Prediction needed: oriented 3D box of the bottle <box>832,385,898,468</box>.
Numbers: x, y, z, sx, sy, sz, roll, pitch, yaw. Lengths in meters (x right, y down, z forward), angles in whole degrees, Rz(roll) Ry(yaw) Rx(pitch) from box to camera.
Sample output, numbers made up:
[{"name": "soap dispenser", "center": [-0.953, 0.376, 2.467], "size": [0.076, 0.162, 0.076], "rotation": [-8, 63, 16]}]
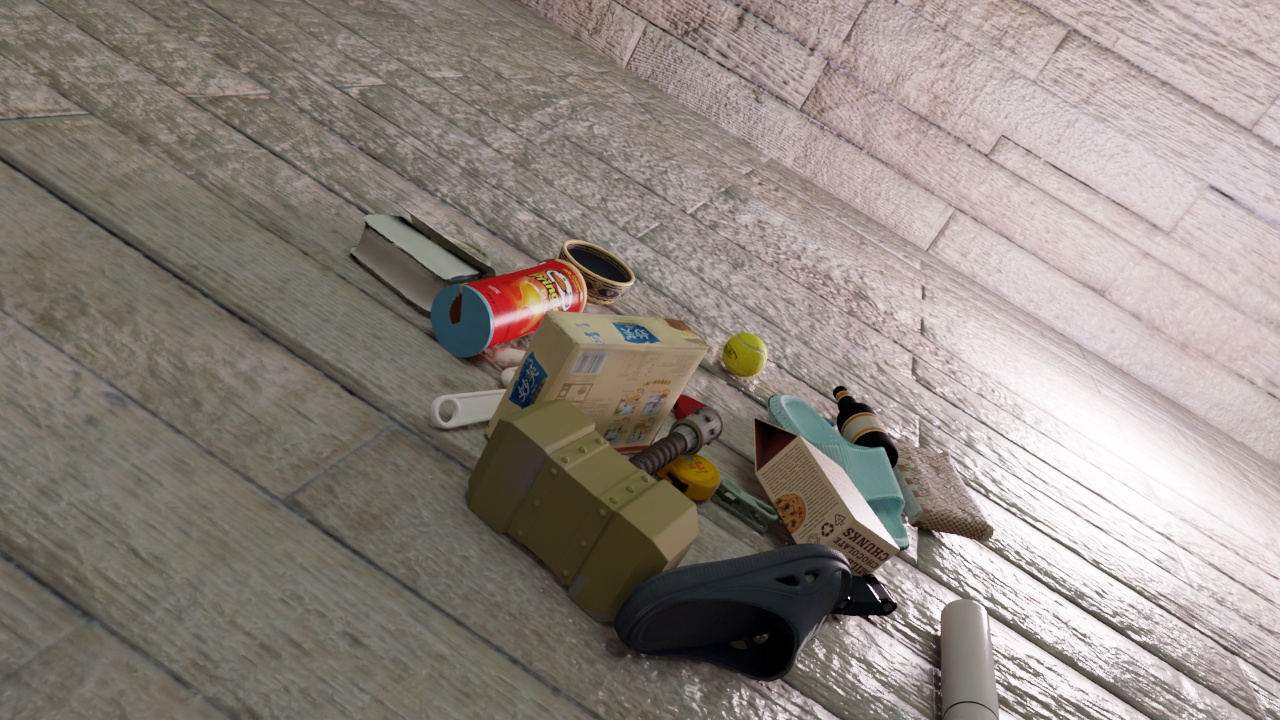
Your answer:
[{"name": "bottle", "center": [0.321, 0.094, 1.352], "size": [0.059, 0.059, 0.181], "rotation": [21, 26, -19]}]

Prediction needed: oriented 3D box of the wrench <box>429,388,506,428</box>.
[{"name": "wrench", "center": [-0.110, 0.040, 0.984], "size": [0.018, 0.066, 0.272], "rotation": [-6, 1, 42]}]

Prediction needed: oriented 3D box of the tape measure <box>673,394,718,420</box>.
[{"name": "tape measure", "center": [0.066, 0.069, 1.162], "size": [0.059, 0.019, 0.051], "rotation": [26, 26, 8]}]

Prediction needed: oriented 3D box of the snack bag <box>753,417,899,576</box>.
[{"name": "snack bag", "center": [0.198, 0.150, 1.060], "size": [0.094, 0.070, 0.206], "rotation": [36, 17, -37]}]

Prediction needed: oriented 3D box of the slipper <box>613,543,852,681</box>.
[{"name": "slipper", "center": [0.103, 0.225, 0.797], "size": [0.267, 0.111, 0.083], "rotation": [5, 37, -38]}]

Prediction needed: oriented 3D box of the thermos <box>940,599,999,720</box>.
[{"name": "thermos", "center": [0.332, 0.323, 0.928], "size": [0.052, 0.052, 0.223], "rotation": [33, 24, 5]}]

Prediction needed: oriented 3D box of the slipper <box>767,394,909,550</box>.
[{"name": "slipper", "center": [0.260, 0.129, 1.193], "size": [0.115, 0.070, 0.276], "rotation": [5, 39, -37]}]

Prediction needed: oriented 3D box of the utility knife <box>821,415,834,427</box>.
[{"name": "utility knife", "center": [0.223, 0.097, 1.292], "size": [0.031, 0.015, 0.206], "rotation": [37, 26, 26]}]

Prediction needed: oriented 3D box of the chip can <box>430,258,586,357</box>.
[{"name": "chip can", "center": [-0.151, -0.066, 1.096], "size": [0.087, 0.087, 0.212], "rotation": [37, 26, 14]}]

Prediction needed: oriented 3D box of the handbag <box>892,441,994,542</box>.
[{"name": "handbag", "center": [0.410, 0.184, 1.296], "size": [0.124, 0.047, 0.185], "rotation": [15, 27, -13]}]

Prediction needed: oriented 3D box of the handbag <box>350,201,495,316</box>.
[{"name": "handbag", "center": [-0.244, -0.132, 1.132], "size": [0.151, 0.074, 0.175], "rotation": [36, 24, 14]}]

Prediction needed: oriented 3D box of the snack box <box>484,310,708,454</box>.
[{"name": "snack box", "center": [-0.041, 0.028, 0.953], "size": [0.207, 0.154, 0.055], "rotation": [1, 37, -48]}]

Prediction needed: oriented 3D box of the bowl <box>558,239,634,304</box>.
[{"name": "bowl", "center": [-0.072, -0.116, 1.310], "size": [0.112, 0.061, 0.112], "rotation": [25, 25, -12]}]

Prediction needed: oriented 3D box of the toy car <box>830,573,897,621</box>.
[{"name": "toy car", "center": [0.223, 0.250, 0.969], "size": [0.112, 0.034, 0.046], "rotation": [13, 29, -33]}]

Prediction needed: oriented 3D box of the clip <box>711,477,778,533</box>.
[{"name": "clip", "center": [0.118, 0.163, 1.027], "size": [0.076, 0.043, 0.023], "rotation": [34, 26, 6]}]

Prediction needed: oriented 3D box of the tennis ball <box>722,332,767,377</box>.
[{"name": "tennis ball", "center": [0.154, -0.008, 1.352], "size": [0.065, 0.065, 0.065], "rotation": [25, 25, -12]}]

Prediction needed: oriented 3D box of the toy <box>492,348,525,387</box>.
[{"name": "toy", "center": [-0.105, 0.014, 1.051], "size": [0.125, 0.037, 0.076], "rotation": [11, 34, -28]}]

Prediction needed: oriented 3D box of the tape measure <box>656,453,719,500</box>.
[{"name": "tape measure", "center": [0.058, 0.129, 1.021], "size": [0.068, 0.030, 0.059], "rotation": [-4, 40, -45]}]

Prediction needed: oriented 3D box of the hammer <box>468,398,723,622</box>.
[{"name": "hammer", "center": [0.005, 0.104, 0.911], "size": [0.190, 0.101, 0.324], "rotation": [38, 27, 16]}]
